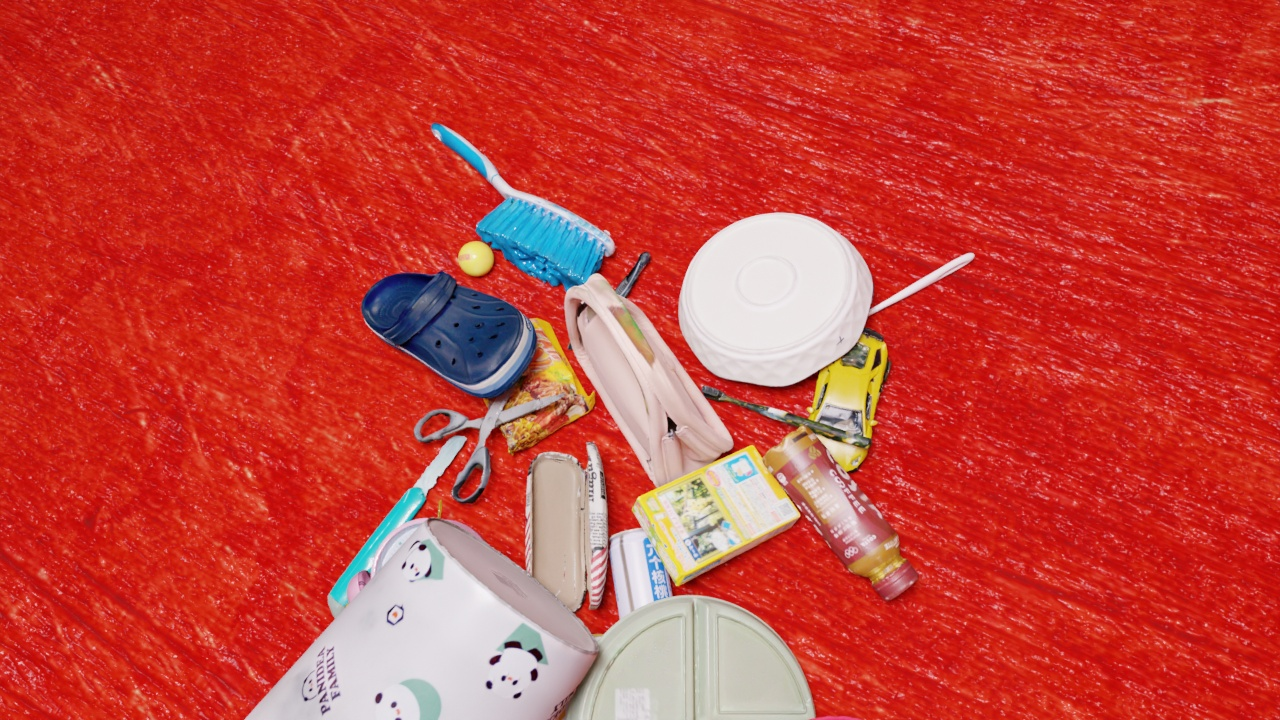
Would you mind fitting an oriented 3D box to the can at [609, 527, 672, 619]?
[{"bbox_3d":[0.005,0.229,0.865,0.053,0.053,0.134,-12,66,3],"label":"can"}]

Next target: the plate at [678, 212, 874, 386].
[{"bbox_3d":[0.135,-0.073,0.959,0.205,0.045,0.204,-9,59,16],"label":"plate"}]

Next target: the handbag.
[{"bbox_3d":[-0.005,0.005,0.863,0.093,0.234,0.193,-33,65,-3],"label":"handbag"}]

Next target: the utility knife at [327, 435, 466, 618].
[{"bbox_3d":[-0.251,0.167,0.950,0.029,0.013,0.222,31,76,17],"label":"utility knife"}]

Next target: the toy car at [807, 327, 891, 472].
[{"bbox_3d":[0.208,0.040,0.926,0.071,0.041,0.155,13,71,14],"label":"toy car"}]

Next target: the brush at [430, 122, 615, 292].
[{"bbox_3d":[-0.158,-0.183,1.069,0.315,0.061,0.109,29,68,21],"label":"brush"}]

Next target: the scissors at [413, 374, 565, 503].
[{"bbox_3d":[-0.159,0.064,0.947,0.159,0.014,0.181,13,82,21],"label":"scissors"}]

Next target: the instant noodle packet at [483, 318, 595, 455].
[{"bbox_3d":[-0.122,0.021,0.978,0.110,0.044,0.128,-30,66,-8],"label":"instant noodle packet"}]

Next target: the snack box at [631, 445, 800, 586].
[{"bbox_3d":[0.073,0.146,0.878,0.140,0.034,0.087,-20,63,-27],"label":"snack box"}]

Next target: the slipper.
[{"bbox_3d":[-0.210,-0.047,0.961,0.253,0.095,0.105,23,68,38],"label":"slipper"}]

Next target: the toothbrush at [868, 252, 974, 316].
[{"bbox_3d":[0.277,-0.073,0.978,0.180,0.016,0.016,-28,60,-4],"label":"toothbrush"}]

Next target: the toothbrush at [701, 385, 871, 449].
[{"bbox_3d":[0.141,0.055,0.915,0.186,0.017,0.012,18,76,31],"label":"toothbrush"}]

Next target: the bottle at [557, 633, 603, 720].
[{"bbox_3d":[-0.045,0.343,0.816,0.068,0.068,0.189,-6,67,5],"label":"bottle"}]

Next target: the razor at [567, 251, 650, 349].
[{"bbox_3d":[-0.030,-0.066,1.011,0.022,0.043,0.142,38,70,1],"label":"razor"}]

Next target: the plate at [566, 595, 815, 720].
[{"bbox_3d":[0.050,0.320,0.793,0.230,0.028,0.230,4,71,-13],"label":"plate"}]

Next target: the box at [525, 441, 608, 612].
[{"bbox_3d":[-0.063,0.159,0.888,0.076,0.088,0.162,15,59,-29],"label":"box"}]

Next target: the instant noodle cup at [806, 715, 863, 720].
[{"bbox_3d":[0.173,0.392,0.742,0.193,0.066,0.193,3,71,-9],"label":"instant noodle cup"}]

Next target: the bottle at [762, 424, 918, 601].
[{"bbox_3d":[0.190,0.145,0.867,0.057,0.057,0.175,-36,76,-8],"label":"bottle"}]

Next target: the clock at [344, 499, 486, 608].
[{"bbox_3d":[-0.218,0.224,0.896,0.117,0.060,0.158,37,79,21],"label":"clock"}]

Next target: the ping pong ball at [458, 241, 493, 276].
[{"bbox_3d":[-0.187,-0.116,1.047,0.040,0.040,0.040,-3,67,7],"label":"ping pong ball"}]

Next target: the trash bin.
[{"bbox_3d":[-0.180,0.285,0.754,0.229,0.229,0.251,36,83,20],"label":"trash bin"}]
